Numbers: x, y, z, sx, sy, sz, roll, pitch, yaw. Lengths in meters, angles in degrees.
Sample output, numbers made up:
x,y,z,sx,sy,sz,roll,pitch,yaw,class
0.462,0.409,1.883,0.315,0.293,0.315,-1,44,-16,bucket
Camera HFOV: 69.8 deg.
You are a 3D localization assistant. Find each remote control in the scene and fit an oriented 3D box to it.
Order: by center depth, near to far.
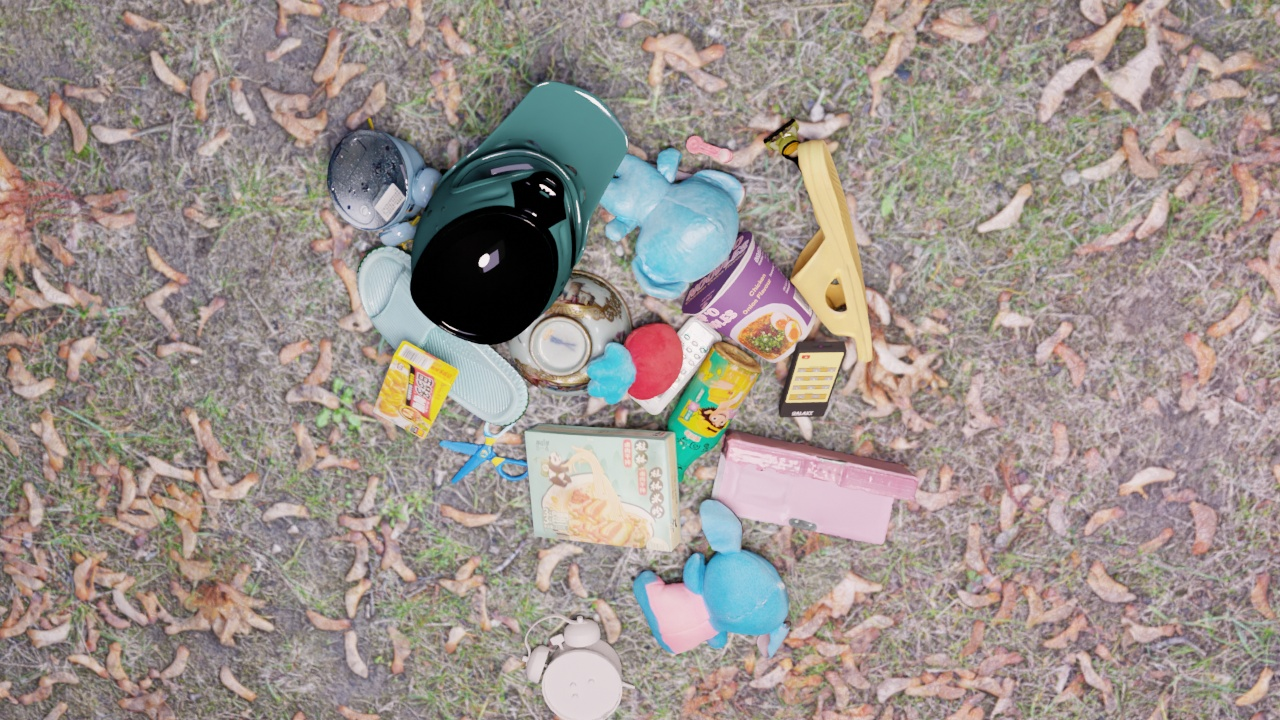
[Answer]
x,y,z,sx,sy,sz,roll,pitch,yaw,class
0.202,0.025,1.091,0.058,0.013,0.134,-1,142,-3,remote control
0.043,0.006,1.141,0.050,0.022,0.133,40,102,-5,remote control

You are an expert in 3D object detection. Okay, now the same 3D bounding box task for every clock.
x,y,z,sx,sy,sz,roll,pitch,yaw,class
-0.297,-0.202,1.088,0.162,0.060,0.118,47,113,7,clock
-0.088,0.408,1.217,0.120,0.061,0.159,-38,98,11,clock

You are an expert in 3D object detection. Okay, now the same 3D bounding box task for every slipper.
x,y,z,sx,sy,sz,roll,pitch,yaw,class
0.211,-0.120,1.058,0.078,0.099,0.263,-11,110,21,slipper
-0.252,-0.019,1.126,0.276,0.069,0.116,45,120,-4,slipper

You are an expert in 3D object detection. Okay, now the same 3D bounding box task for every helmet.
x,y,z,sx,sy,sz,roll,pitch,yaw,class
-0.135,-0.156,0.997,0.176,0.199,0.276,31,137,-17,helmet

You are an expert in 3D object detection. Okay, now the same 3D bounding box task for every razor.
x,y,z,sx,sy,sz,roll,pitch,yaw,class
0.204,-0.214,1.083,0.044,0.021,0.144,-36,99,11,razor

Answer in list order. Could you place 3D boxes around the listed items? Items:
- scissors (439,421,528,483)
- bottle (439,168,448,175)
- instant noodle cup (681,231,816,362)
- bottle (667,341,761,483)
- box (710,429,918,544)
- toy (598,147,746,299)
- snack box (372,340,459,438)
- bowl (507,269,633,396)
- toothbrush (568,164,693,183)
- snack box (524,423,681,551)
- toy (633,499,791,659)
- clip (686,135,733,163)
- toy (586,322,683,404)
x,y,z,sx,sy,sz,roll,pitch,yaw,class
-0.199,0.113,1.188,0.125,0.016,0.123,11,98,3,scissors
-0.245,-0.171,1.121,0.033,0.033,0.123,20,103,0,bottle
0.133,-0.061,1.073,0.122,0.136,0.122,38,129,-14,instant noodle cup
0.069,0.080,1.130,0.068,0.068,0.210,29,109,-2,bottle
0.207,0.166,1.126,0.232,0.106,0.115,11,94,1,box
0.024,-0.164,1.060,0.180,0.115,0.183,33,75,5,toy
-0.277,0.039,1.124,0.075,0.025,0.153,30,142,-7,snack box
-0.091,-0.026,1.108,0.160,0.093,0.160,1,101,4,bowl
0.008,-0.225,1.096,0.188,0.018,0.019,6,103,3,toothbrush
-0.047,0.155,1.142,0.194,0.044,0.141,2,104,25,snack box
0.087,0.294,1.161,0.192,0.098,0.224,-19,108,14,toy
0.085,-0.249,1.087,0.060,0.045,0.023,27,102,32,clip
-0.006,0.006,1.085,0.132,0.062,0.092,-16,114,-25,toy
